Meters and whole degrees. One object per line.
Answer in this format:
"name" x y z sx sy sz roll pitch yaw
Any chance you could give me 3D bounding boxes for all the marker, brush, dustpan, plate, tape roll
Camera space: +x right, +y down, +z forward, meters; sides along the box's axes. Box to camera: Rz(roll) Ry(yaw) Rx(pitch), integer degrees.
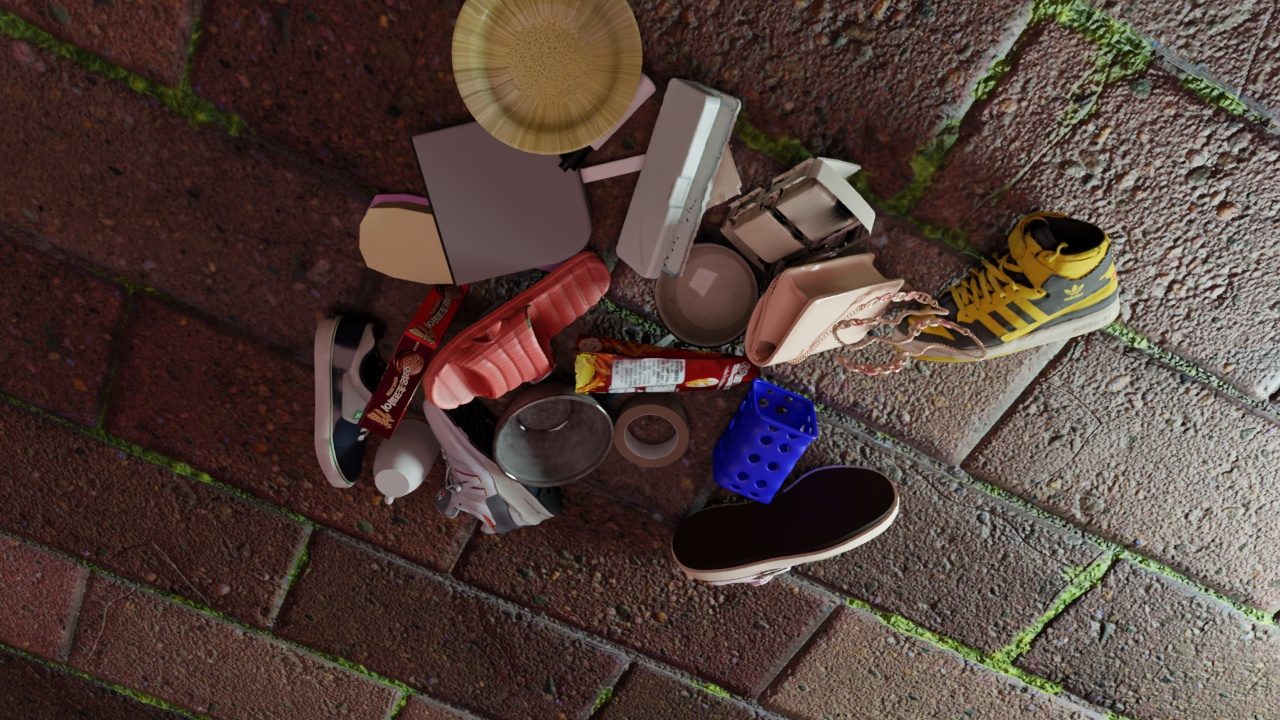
"marker" -0.036 -0.240 0.934 0.126 0.025 0.025 -45 109 4
"brush" -0.199 -0.126 1.027 0.228 0.043 0.089 11 120 -1
"dustpan" -0.096 -0.187 0.976 0.258 0.033 0.163 -12 109 6
"plate" -0.090 -0.299 0.908 0.184 0.036 0.184 0 103 1
"tape roll" 0.014 0.086 1.137 0.094 0.030 0.094 2 120 4

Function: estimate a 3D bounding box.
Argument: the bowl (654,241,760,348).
"bowl" 0.078 -0.074 1.012 0.116 0.059 0.115 2 99 14

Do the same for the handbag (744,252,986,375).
"handbag" 0.213 -0.010 0.942 0.198 0.187 0.117 -13 141 -37

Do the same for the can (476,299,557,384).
"can" -0.144 -0.021 1.076 0.054 0.054 0.096 -32 113 20

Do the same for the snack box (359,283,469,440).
"snack box" -0.253 -0.007 1.036 0.036 0.151 0.133 27 118 -11

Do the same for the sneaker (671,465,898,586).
"sneaker" 0.195 0.231 1.175 0.294 0.111 0.116 -22 137 15

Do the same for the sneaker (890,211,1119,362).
"sneaker" 0.385 -0.079 0.976 0.239 0.085 0.122 -13 124 7

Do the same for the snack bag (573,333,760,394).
"snack bag" 0.029 0.016 1.039 0.208 0.066 0.139 5 165 0

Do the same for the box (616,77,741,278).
"box" 0.031 -0.184 0.939 0.086 0.072 0.199 25 115 14

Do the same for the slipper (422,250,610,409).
"slipper" -0.122 -0.022 0.999 0.248 0.059 0.104 -38 150 -14

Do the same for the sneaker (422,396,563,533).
"sneaker" -0.215 0.142 1.156 0.124 0.088 0.240 -34 115 18

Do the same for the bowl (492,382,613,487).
"bowl" -0.110 0.079 1.109 0.145 0.067 0.145 -9 130 -11

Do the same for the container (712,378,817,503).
"container" 0.146 0.098 1.102 0.084 0.085 0.114 23 120 -8

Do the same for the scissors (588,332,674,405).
"scissors" -0.005 0.011 1.102 0.130 0.019 0.135 0 126 0

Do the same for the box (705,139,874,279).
"box" 0.139 -0.183 0.948 0.181 0.080 0.144 40 144 -22

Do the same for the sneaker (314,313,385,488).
"sneaker" -0.347 0.059 1.125 0.079 0.084 0.236 7 117 0

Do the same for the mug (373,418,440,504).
"mug" -0.305 0.142 1.163 0.071 0.089 0.107 22 119 -7
